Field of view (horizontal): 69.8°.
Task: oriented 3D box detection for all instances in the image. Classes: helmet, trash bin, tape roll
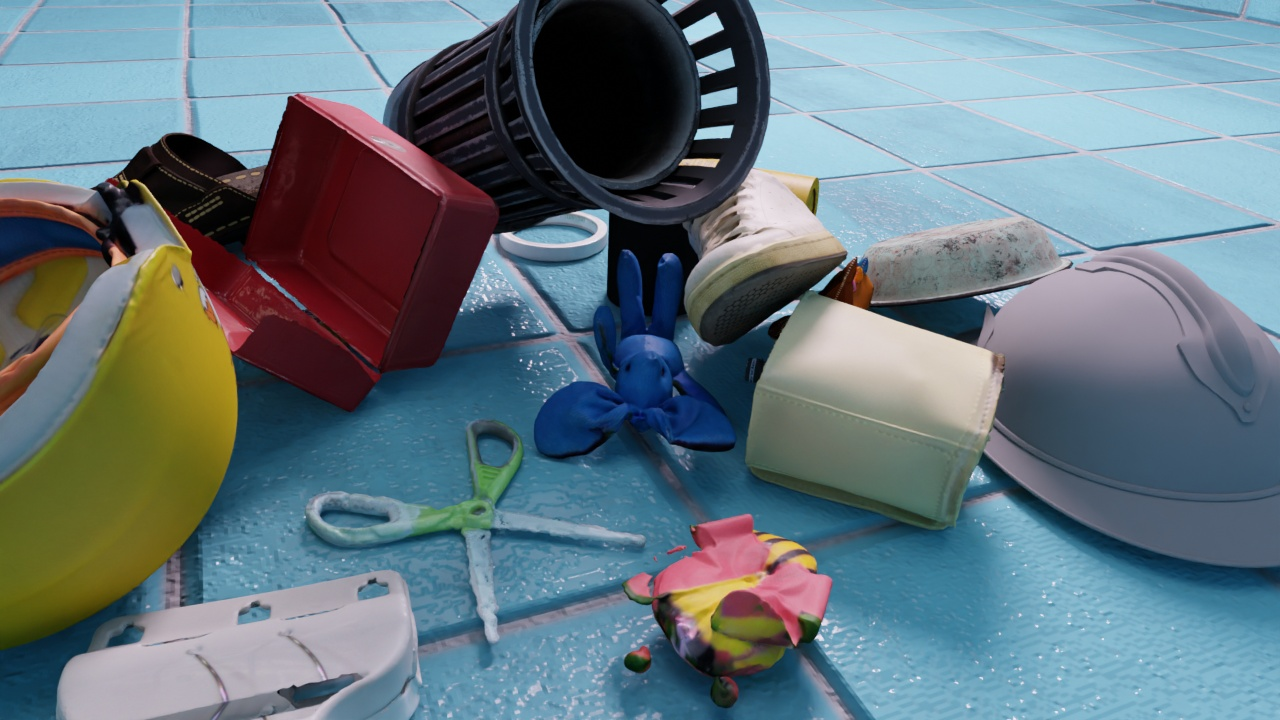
[{"bbox_3d":[0.283,-0.007,0.534,0.183,0.118,0.271,-3,28,-9],"label":"helmet"},{"bbox_3d":[-0.055,-0.160,0.591,0.164,0.164,0.228,-17,11,-31],"label":"trash bin"},{"bbox_3d":[-0.278,0.028,0.399,0.208,0.140,0.240,-37,44,-22],"label":"helmet"},{"bbox_3d":[-0.075,-0.109,0.792,0.093,0.013,0.093,1,29,-1],"label":"tape roll"}]

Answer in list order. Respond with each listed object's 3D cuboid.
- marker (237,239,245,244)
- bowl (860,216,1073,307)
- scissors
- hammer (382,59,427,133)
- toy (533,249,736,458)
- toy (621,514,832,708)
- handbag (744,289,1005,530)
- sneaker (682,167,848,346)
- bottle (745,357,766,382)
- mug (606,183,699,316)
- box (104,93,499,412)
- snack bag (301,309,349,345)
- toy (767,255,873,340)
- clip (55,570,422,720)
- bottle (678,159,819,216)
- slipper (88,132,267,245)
[{"bbox_3d":[-0.340,-0.109,0.766,0.141,0.016,0.016,20,34,28],"label":"marker"},{"bbox_3d":[0.226,-0.075,0.667,0.157,0.038,0.157,-12,9,2],"label":"bowl"},{"bbox_3d":[-0.086,0.080,0.460,0.174,0.022,0.171,2,27,-12],"label":"scissors"},{"bbox_3d":[-0.098,-0.245,0.951,0.332,0.118,0.025,-6,33,-25],"label":"hammer"},{"bbox_3d":[-0.003,0.003,0.547,0.113,0.071,0.176,0,40,1],"label":"toy"},{"bbox_3d":[0.041,0.102,0.401,0.084,0.046,0.103,3,22,28],"label":"toy"},{"bbox_3d":[0.129,0.023,0.493,0.119,0.081,0.110,17,43,18],"label":"handbag"},{"bbox_3d":[0.068,-0.080,0.577,0.102,0.089,0.241,54,20,3],"label":"sneaker"},{"bbox_3d":[0.120,0.014,0.565,0.110,0.036,0.036,10,30,12],"label":"bottle"},{"bbox_3d":[0.027,-0.095,0.699,0.078,0.088,0.113,26,37,35],"label":"mug"},{"bbox_3d":[-0.191,-0.077,0.554,0.157,0.154,0.168,34,79,23],"label":"box"},{"bbox_3d":[-0.223,-0.022,0.618,0.099,0.020,0.026,-4,32,-11],"label":"snack bag"},{"bbox_3d":[0.132,-0.041,0.600,0.070,0.103,0.090,28,50,13],"label":"toy"},{"bbox_3d":[-0.141,0.127,0.330,0.124,0.073,0.142,-10,25,-17],"label":"clip"},{"bbox_3d":[0.066,-0.138,0.796,0.164,0.071,0.070,13,31,17],"label":"bottle"},{"bbox_3d":[-0.368,-0.128,0.715,0.267,0.076,0.113,-21,39,-20],"label":"slipper"}]
